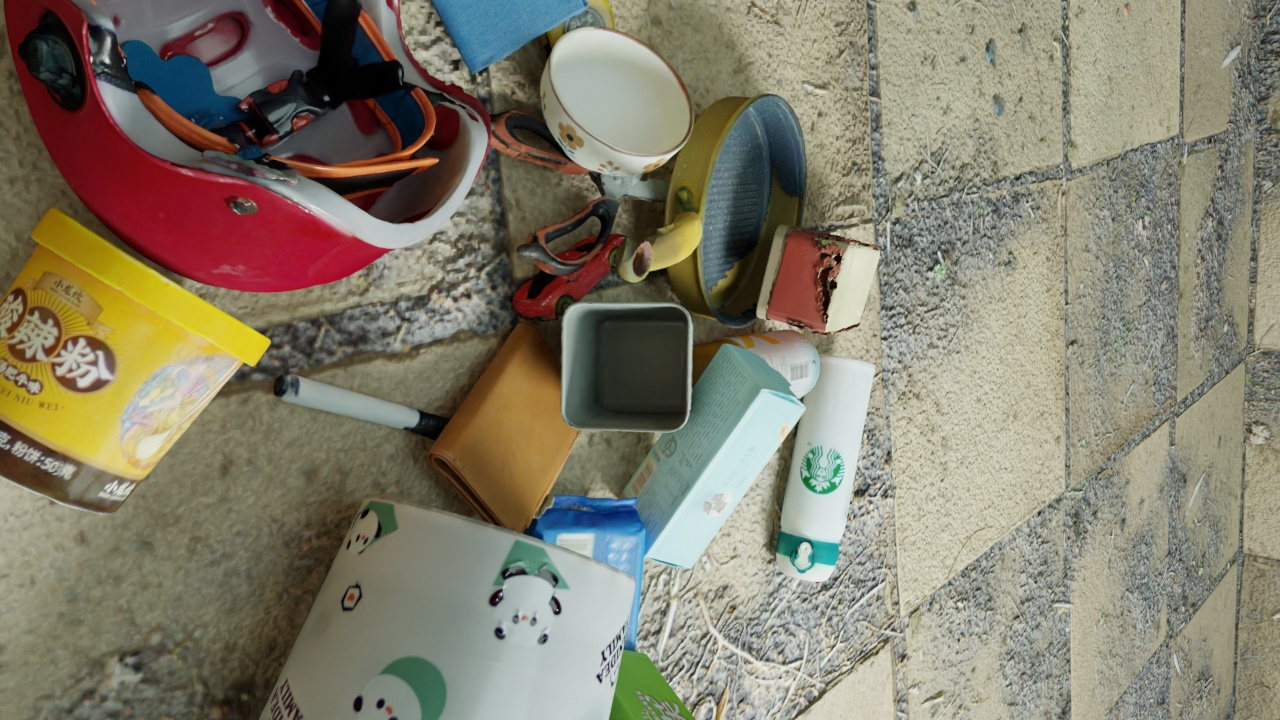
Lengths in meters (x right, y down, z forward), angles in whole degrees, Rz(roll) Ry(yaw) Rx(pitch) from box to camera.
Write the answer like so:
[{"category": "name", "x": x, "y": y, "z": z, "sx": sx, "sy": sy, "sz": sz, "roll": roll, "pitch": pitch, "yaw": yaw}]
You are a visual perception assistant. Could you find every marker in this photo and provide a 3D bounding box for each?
[{"category": "marker", "x": -0.178, "y": 0.033, "z": 0.608, "sx": 0.130, "sy": 0.022, "sz": 0.018, "roll": 21, "pitch": 109, "yaw": -44}]

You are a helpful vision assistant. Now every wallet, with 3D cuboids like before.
[{"category": "wallet", "x": -0.090, "y": 0.054, "z": 0.673, "sx": 0.108, "sy": 0.031, "sz": 0.131, "roll": 57, "pitch": 45, "yaw": -33}, {"category": "wallet", "x": -0.104, "y": -0.277, "z": 0.617, "sx": 0.106, "sy": 0.040, "sz": 0.133, "roll": -37, "pitch": 116, "yaw": -17}]

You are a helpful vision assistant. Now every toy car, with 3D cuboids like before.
[{"category": "toy car", "x": -0.051, "y": -0.068, "z": 0.697, "sx": 0.106, "sy": 0.049, "sz": 0.031, "roll": -43, "pitch": 124, "yaw": -30}]

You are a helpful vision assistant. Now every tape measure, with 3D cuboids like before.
[{"category": "tape measure", "x": -0.049, "y": -0.249, "z": 0.688, "sx": 0.060, "sy": 0.029, "sz": 0.057, "roll": -30, "pitch": 120, "yaw": -18}]

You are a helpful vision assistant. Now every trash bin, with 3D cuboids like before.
[{"category": "trash bin", "x": -0.123, "y": 0.230, "z": 0.557, "sx": 0.229, "sy": 0.230, "sz": 0.251, "roll": 33, "pitch": 67, "yaw": -41}]

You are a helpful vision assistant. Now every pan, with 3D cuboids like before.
[{"category": "pan", "x": 0.058, "y": -0.106, "z": 0.714, "sx": 0.356, "sy": 0.078, "sz": 0.198, "roll": -22, "pitch": 121, "yaw": -54}]

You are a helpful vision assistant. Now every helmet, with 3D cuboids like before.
[{"category": "helmet", "x": -0.214, "y": -0.137, "z": 0.467, "sx": 0.240, "sy": 0.144, "sz": 0.206, "roll": 53, "pitch": 33, "yaw": -11}]

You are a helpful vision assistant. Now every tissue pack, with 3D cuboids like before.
[{"category": "tissue pack", "x": -0.050, "y": 0.182, "z": 0.715, "sx": 0.095, "sy": 0.052, "sz": 0.157, "roll": 6, "pitch": 89, "yaw": -22}]

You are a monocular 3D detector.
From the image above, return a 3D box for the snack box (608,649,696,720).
[{"category": "snack box", "x": -0.031, "y": 0.336, "z": 0.647, "sx": 0.070, "sy": 0.157, "sz": 0.210, "roll": 22, "pitch": 104, "yaw": -41}]

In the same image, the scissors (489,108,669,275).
[{"category": "scissors", "x": -0.035, "y": -0.134, "z": 0.694, "sx": 0.226, "sy": 0.015, "sz": 0.188, "roll": 20, "pitch": 54, "yaw": -32}]

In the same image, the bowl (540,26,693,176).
[{"category": "bowl", "x": -0.024, "y": -0.177, "z": 0.666, "sx": 0.113, "sy": 0.062, "sz": 0.113, "roll": 13, "pitch": 58, "yaw": -22}]

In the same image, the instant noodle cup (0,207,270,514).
[{"category": "instant noodle cup", "x": -0.270, "y": 0.004, "z": 0.458, "sx": 0.118, "sy": 0.119, "sz": 0.114, "roll": 41, "pitch": 76, "yaw": -38}]

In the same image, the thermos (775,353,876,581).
[{"category": "thermos", "x": 0.184, "y": 0.108, "z": 0.928, "sx": 0.073, "sy": 0.073, "sz": 0.224, "roll": 15, "pitch": 85, "yaw": -43}]

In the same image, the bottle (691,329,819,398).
[{"category": "bottle", "x": 0.080, "y": 0.014, "z": 0.816, "sx": 0.189, "sy": 0.068, "sz": 0.068, "roll": -9, "pitch": 101, "yaw": -39}]

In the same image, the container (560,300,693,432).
[{"category": "container", "x": -0.004, "y": 0.004, "z": 0.687, "sx": 0.114, "sy": 0.090, "sz": 0.090, "roll": -1, "pitch": 93, "yaw": -83}]

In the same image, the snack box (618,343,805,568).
[{"category": "snack box", "x": 0.054, "y": 0.078, "z": 0.740, "sx": 0.051, "sy": 0.074, "sz": 0.175, "roll": 22, "pitch": 110, "yaw": -31}]

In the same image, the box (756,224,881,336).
[{"category": "box", "x": 0.176, "y": -0.074, "z": 0.843, "sx": 0.168, "sy": 0.080, "sz": 0.091, "roll": -12, "pitch": 118, "yaw": -65}]
